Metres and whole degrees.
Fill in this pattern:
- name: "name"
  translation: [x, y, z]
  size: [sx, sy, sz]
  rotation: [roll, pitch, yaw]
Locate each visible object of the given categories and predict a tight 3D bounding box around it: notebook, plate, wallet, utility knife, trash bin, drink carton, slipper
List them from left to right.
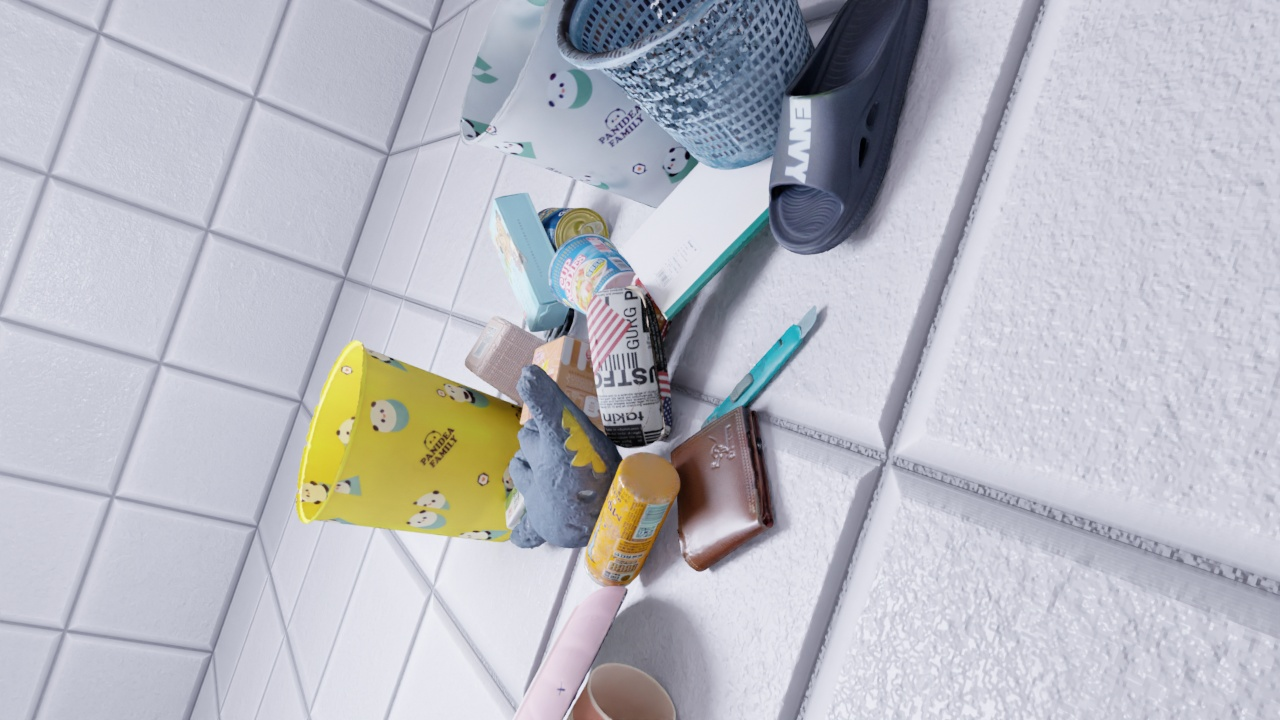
- name: "trash bin"
  translation: [-0.276, 0.120, 1.176]
  size: [0.230, 0.255, 0.229]
  rotation: [-37, 44, 45]
- name: "drink carton"
  translation: [-0.116, 0.147, 1.101]
  size: [0.123, 0.045, 0.053]
  rotation: [-59, 25, 20]
- name: "plate"
  translation: [-0.072, 0.287, 0.836]
  size: [0.192, 0.039, 0.192]
  rotation: [-61, -5, -9]
- name: "trash bin"
  translation: [-0.041, -0.298, 1.031]
  size: [0.230, 0.251, 0.229]
  rotation: [-40, 39, 44]
- name: "trash bin"
  translation: [0.068, -0.296, 0.860]
  size: [0.227, 0.195, 0.226]
  rotation: [-23, 47, 26]
- name: "notebook"
  translation: [0.074, -0.152, 0.919]
  size: [0.209, 0.012, 0.150]
  rotation: [-45, 39, 13]
- name: "wallet"
  translation: [0.071, 0.112, 0.807]
  size: [0.101, 0.032, 0.124]
  rotation: [-42, 40, 38]
- name: "utility knife"
  translation: [0.104, 0.014, 0.826]
  size: [0.175, 0.013, 0.029]
  rotation: [-52, 35, 31]
- name: "slipper"
  translation: [0.161, -0.224, 0.791]
  size: [0.111, 0.083, 0.268]
  rotation: [13, 81, 53]

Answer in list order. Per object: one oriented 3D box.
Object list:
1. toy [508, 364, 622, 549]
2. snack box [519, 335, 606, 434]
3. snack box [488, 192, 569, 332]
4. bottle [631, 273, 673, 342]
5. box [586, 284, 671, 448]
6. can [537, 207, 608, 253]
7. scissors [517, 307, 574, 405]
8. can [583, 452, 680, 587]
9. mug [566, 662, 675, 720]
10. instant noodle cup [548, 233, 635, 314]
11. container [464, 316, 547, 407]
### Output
- name: "toy"
  translation: [-0.079, 0.129, 0.945]
  size: [0.091, 0.138, 0.357]
  rotation: [-59, -8, -34]
- name: "snack box"
  translation: [-0.072, 0.036, 1.041]
  size: [0.077, 0.092, 0.094]
  rotation: [-20, 56, 56]
- name: "snack box"
  translation: [-0.146, -0.129, 1.207]
  size: [0.174, 0.051, 0.074]
  rotation: [66, 155, 20]
- name: "bottle"
  translation: [0.011, -0.060, 0.992]
  size: [0.057, 0.057, 0.175]
  rotation: [32, 101, 62]
- name: "box"
  translation: [-0.001, 0.004, 0.934]
  size: [0.076, 0.086, 0.163]
  rotation: [-9, 93, 22]
- name: "can"
  translation: [-0.100, -0.169, 1.240]
  size: [0.111, 0.075, 0.075]
  rotation: [20, 90, 62]
- name: "scissors"
  translation: [-0.132, -0.010, 1.264]
  size: [0.163, 0.014, 0.164]
  rotation: [-30, 48, 52]
- name: "can"
  translation: [-0.010, 0.151, 0.857]
  size: [0.058, 0.058, 0.146]
  rotation: [-101, 23, -44]
- name: "mug"
  translation: [-0.038, 0.329, 0.778]
  size: [0.082, 0.114, 0.106]
  rotation: [36, 110, 30]
- name: "instant noodle cup"
  translation: [-0.042, -0.088, 1.077]
  size: [0.110, 0.099, 0.099]
  rotation: [39, 107, 53]
- name: "container"
  translation: [-0.154, 0.005, 1.168]
  size: [0.090, 0.111, 0.090]
  rotation: [-58, 25, -4]
